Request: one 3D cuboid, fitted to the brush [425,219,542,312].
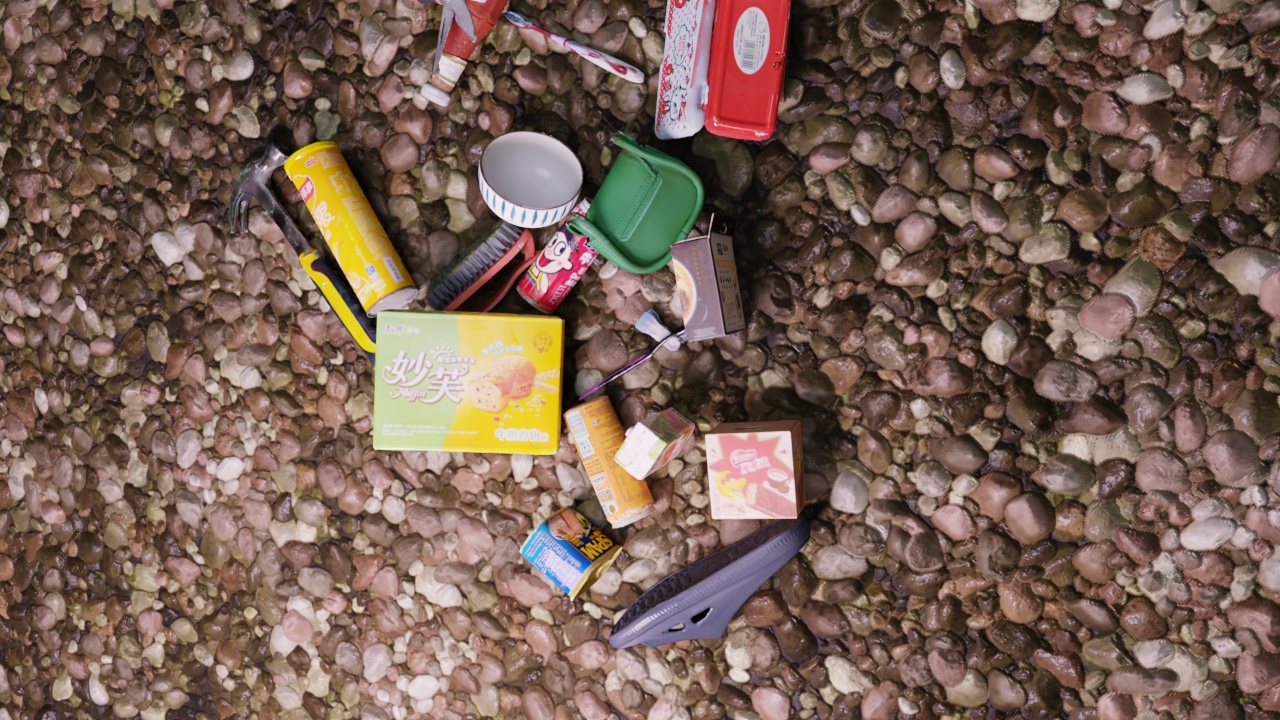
[{"bbox_3d":[-0.181,-0.104,1.085,0.146,0.063,0.069,-39,114,16],"label":"brush"}]

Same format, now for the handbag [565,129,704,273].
[{"bbox_3d":[-0.004,-0.165,0.984,0.120,0.068,0.131,28,94,-21],"label":"handbag"}]

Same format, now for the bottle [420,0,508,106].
[{"bbox_3d":[-0.195,-0.393,1.056,0.060,0.059,0.206,33,105,12],"label":"bottle"}]

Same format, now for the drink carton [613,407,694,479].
[{"bbox_3d":[0.016,0.088,1.005,0.045,0.122,0.054,38,106,12],"label":"drink carton"}]

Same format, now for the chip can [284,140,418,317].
[{"bbox_3d":[-0.353,-0.161,1.124,0.072,0.072,0.213,-32,86,18],"label":"chip can"}]

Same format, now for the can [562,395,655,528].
[{"bbox_3d":[-0.036,0.115,1.058,0.058,0.058,0.146,-24,88,18],"label":"can"}]

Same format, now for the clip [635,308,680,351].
[{"bbox_3d":[0.022,-0.032,1.045,0.058,0.043,0.027,43,103,1],"label":"clip"}]

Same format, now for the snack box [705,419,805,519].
[{"bbox_3d":[0.126,0.118,0.996,0.093,0.077,0.094,-3,94,18],"label":"snack box"}]

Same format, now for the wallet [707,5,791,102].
[{"bbox_3d":[0.110,-0.335,0.986,0.101,0.020,0.115,5,94,18],"label":"wallet"}]

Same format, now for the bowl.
[{"bbox_3d":[-0.127,-0.195,1.039,0.116,0.116,0.066,41,146,10],"label":"bowl"}]

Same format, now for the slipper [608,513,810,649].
[{"bbox_3d":[0.083,0.265,1.011,0.268,0.110,0.083,-34,88,15],"label":"slipper"}]

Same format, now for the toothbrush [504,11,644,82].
[{"bbox_3d":[-0.076,-0.358,1.043,0.187,0.017,0.016,29,104,14],"label":"toothbrush"}]

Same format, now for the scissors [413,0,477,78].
[{"bbox_3d":[-0.212,-0.424,1.026,0.189,0.015,0.225,-56,48,18],"label":"scissors"}]

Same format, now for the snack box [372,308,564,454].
[{"bbox_3d":[-0.194,0.024,1.047,0.210,0.070,0.157,2,95,-7],"label":"snack box"}]

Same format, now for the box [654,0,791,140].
[{"bbox_3d":[0.081,-0.332,0.955,0.155,0.074,0.201,7,91,23],"label":"box"}]

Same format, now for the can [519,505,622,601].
[{"bbox_3d":[-0.080,0.220,1.060,0.083,0.102,0.057,38,106,12],"label":"can"}]

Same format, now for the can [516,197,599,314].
[{"bbox_3d":[-0.083,-0.120,1.051,0.053,0.053,0.133,42,106,10],"label":"can"}]

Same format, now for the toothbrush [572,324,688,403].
[{"bbox_3d":[-0.006,0.006,1.051,0.190,0.014,0.018,-33,111,26],"label":"toothbrush"}]

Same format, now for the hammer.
[{"bbox_3d":[-0.413,-0.117,1.169,0.126,0.031,0.323,-39,84,17],"label":"hammer"}]

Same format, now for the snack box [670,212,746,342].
[{"bbox_3d":[0.076,-0.087,0.972,0.053,0.113,0.125,-10,92,18],"label":"snack box"}]
